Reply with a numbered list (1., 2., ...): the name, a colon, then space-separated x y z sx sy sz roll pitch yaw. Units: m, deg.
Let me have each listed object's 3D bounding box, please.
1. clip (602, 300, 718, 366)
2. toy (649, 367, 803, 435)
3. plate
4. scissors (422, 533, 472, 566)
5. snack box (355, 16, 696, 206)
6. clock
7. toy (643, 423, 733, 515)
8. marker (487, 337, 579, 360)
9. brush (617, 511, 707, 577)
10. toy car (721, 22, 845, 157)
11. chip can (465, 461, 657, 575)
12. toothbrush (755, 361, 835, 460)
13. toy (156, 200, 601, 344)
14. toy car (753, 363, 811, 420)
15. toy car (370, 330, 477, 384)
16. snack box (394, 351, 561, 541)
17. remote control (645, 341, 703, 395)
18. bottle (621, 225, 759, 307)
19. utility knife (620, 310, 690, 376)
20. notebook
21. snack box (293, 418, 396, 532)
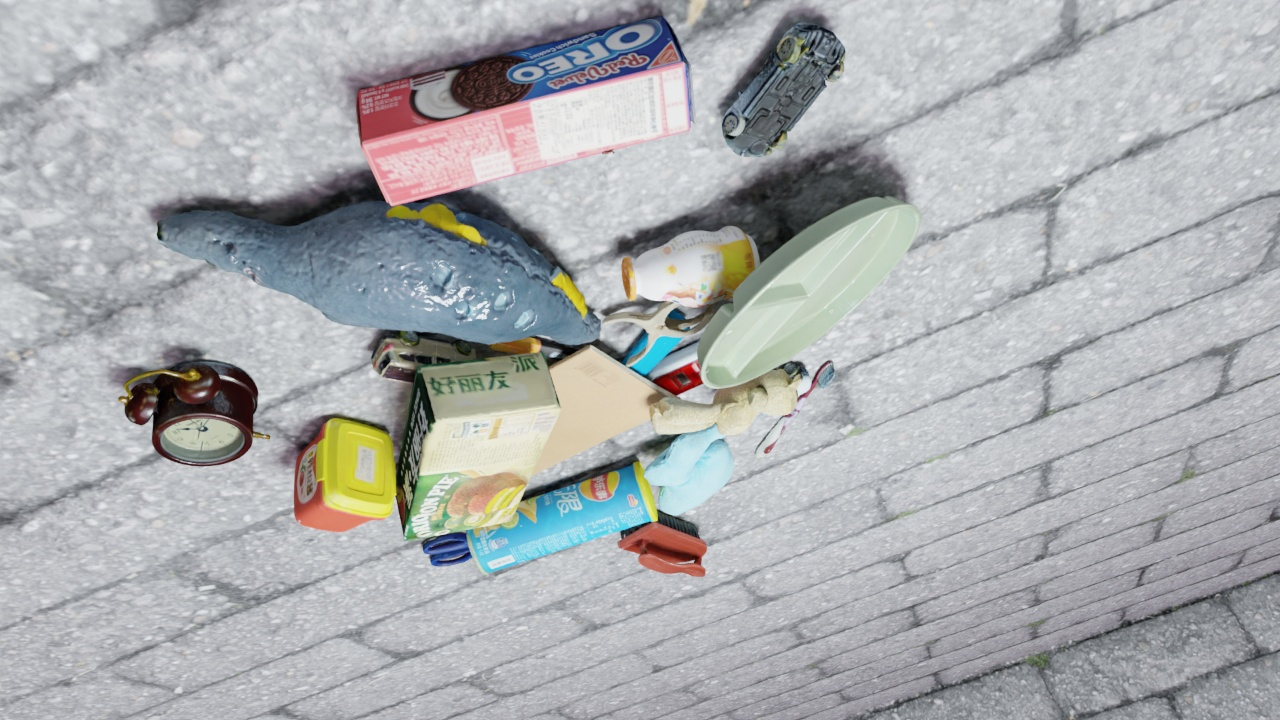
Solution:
1. clip: 0.019 -0.035 0.810 0.100 0.034 0.070 -24 109 21
2. toy: 0.085 0.042 0.907 0.157 0.066 0.105 -11 156 -22
3. plate: 0.140 -0.057 0.784 0.230 0.027 0.230 -31 161 -12
4. scissors: -0.180 0.212 1.111 0.174 0.012 0.126 -30 144 16
5. snack box: -0.071 -0.159 0.589 0.207 0.057 0.058 -14 144 -3
6. clock: -0.364 0.039 0.748 0.082 0.055 0.122 -20 144 6
7. toy: 0.061 0.127 1.056 0.156 0.049 0.162 7 131 -45
8. marker: -0.085 -0.008 0.835 0.123 0.015 0.018 12 141 -38
9. brush: 0.038 0.245 1.199 0.063 0.069 0.145 -33 143 24
10. toy car: 0.097 -0.188 0.641 0.049 0.031 0.106 10 136 -33
11. chip can: -0.090 0.181 1.053 0.210 0.071 0.071 -18 146 4
12. toothbrush: 0.175 0.064 1.044 0.016 0.017 0.188 1 141 -24
13. toy: -0.156 -0.061 0.677 0.355 0.091 0.138 11 165 -33
14. toy car: 0.139 0.035 0.976 0.091 0.034 0.043 -24 143 8
15. toy car: -0.184 0.002 0.791 0.090 0.035 0.042 9 141 -37
16. snack box: -0.158 0.086 0.851 0.114 0.063 0.241 -7 150 -24
17. remote control: 0.073 -0.002 0.905 0.136 0.020 0.056 -24 145 12
18. bottle: 0.040 -0.074 0.752 0.108 0.063 0.063 -9 145 -11
19. utility knife: -0.005 0.005 0.886 0.034 0.018 0.161 13 138 -31
20. notebook: -0.086 0.058 0.914 0.212 0.012 0.149 -27 144 25
21. snack box: -0.279 0.112 0.861 0.080 0.091 0.082 -32 143 32
